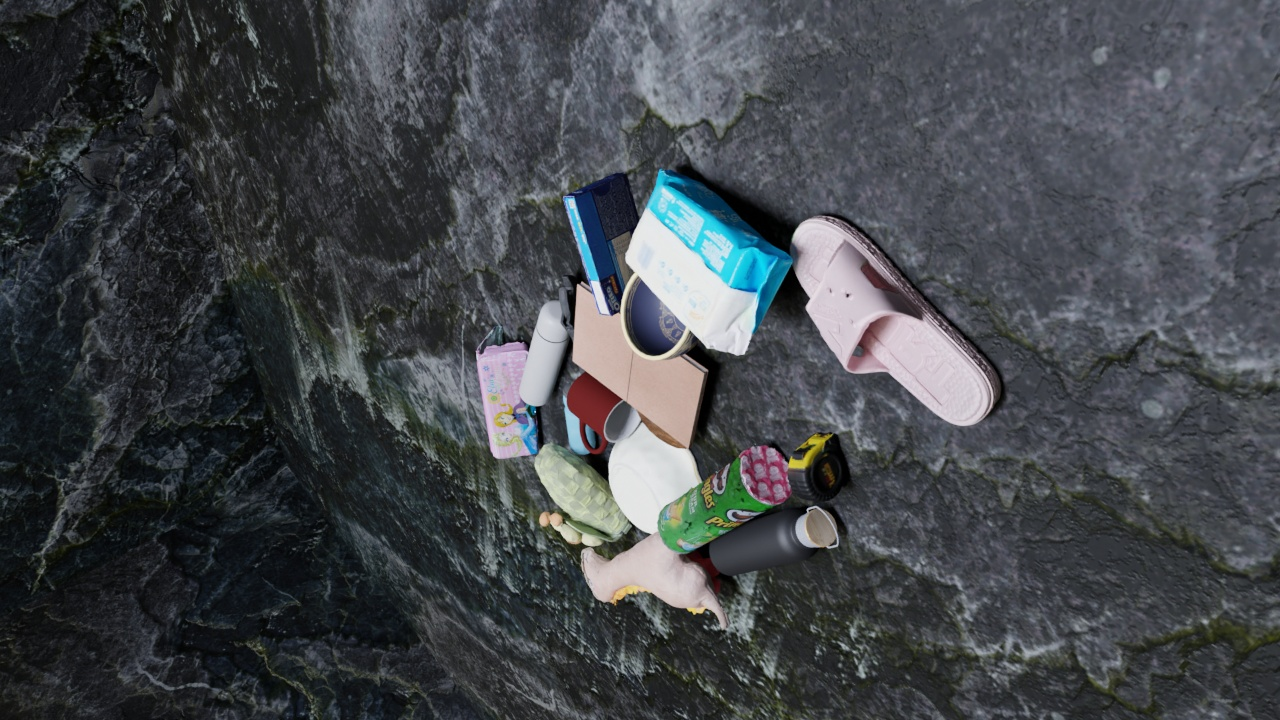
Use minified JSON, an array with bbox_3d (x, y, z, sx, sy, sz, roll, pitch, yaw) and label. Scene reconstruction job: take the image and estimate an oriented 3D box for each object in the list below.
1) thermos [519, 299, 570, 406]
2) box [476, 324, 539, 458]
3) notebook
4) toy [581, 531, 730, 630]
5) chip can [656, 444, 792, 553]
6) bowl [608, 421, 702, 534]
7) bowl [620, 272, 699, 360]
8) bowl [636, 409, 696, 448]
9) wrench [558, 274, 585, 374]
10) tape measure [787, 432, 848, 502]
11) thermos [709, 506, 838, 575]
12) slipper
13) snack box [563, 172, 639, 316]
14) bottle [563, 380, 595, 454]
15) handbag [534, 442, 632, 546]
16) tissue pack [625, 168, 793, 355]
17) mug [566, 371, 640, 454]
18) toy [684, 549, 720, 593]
[{"bbox_3d":[-0.140,-0.009,1.368,0.052,0.052,0.225,50,148,17],"label":"thermos"},{"bbox_3d":[-0.222,0.051,1.538,0.096,0.085,0.231,-105,11,-50],"label":"box"},{"bbox_3d":[-0.007,0.007,1.159,0.209,0.008,0.142,36,142,25],"label":"notebook"},{"bbox_3d":[0.009,0.329,1.325,0.196,0.065,0.265,57,141,10],"label":"toy"},{"bbox_3d":[0.097,0.177,1.133,0.075,0.075,0.224,55,143,8],"label":"chip can"},{"bbox_3d":[0.012,0.182,1.301,0.188,0.060,0.220,48,148,19],"label":"bowl"},{"bbox_3d":[0.038,-0.055,1.050,0.113,0.061,0.112,-3,86,45],"label":"bowl"},{"bbox_3d":[0.037,0.063,1.195,0.114,0.026,0.102,25,136,42],"label":"bowl"},{"bbox_3d":[-0.082,-0.004,1.296,0.018,0.073,0.274,1,130,13],"label":"wrench"},{"bbox_3d":[0.188,0.121,0.988,0.038,0.062,0.067,0,117,56],"label":"tape measure"},{"bbox_3d":[0.164,0.216,1.105,0.061,0.061,0.232,58,149,3],"label":"thermos"},{"bbox_3d":[0.212,-0.028,0.827,0.239,0.064,0.094,47,147,18],"label":"slipper"},{"bbox_3d":[-0.034,-0.135,1.078,0.027,0.082,0.150,12,124,50],"label":"snack box"},{"bbox_3d":[-0.093,0.084,1.390,0.040,0.040,0.130,31,139,39],"label":"bottle"},{"bbox_3d":[-0.105,0.219,1.426,0.113,0.116,0.186,23,159,51],"label":"handbag"},{"bbox_3d":[0.060,-0.105,0.931,0.209,0.066,0.117,47,125,41],"label":"tissue pack"},{"bbox_3d":[-0.056,0.077,1.280,0.082,0.073,0.106,34,108,37],"label":"mug"},{"bbox_3d":[0.067,0.301,1.332,0.135,0.045,0.092,0,112,53],"label":"toy"}]
